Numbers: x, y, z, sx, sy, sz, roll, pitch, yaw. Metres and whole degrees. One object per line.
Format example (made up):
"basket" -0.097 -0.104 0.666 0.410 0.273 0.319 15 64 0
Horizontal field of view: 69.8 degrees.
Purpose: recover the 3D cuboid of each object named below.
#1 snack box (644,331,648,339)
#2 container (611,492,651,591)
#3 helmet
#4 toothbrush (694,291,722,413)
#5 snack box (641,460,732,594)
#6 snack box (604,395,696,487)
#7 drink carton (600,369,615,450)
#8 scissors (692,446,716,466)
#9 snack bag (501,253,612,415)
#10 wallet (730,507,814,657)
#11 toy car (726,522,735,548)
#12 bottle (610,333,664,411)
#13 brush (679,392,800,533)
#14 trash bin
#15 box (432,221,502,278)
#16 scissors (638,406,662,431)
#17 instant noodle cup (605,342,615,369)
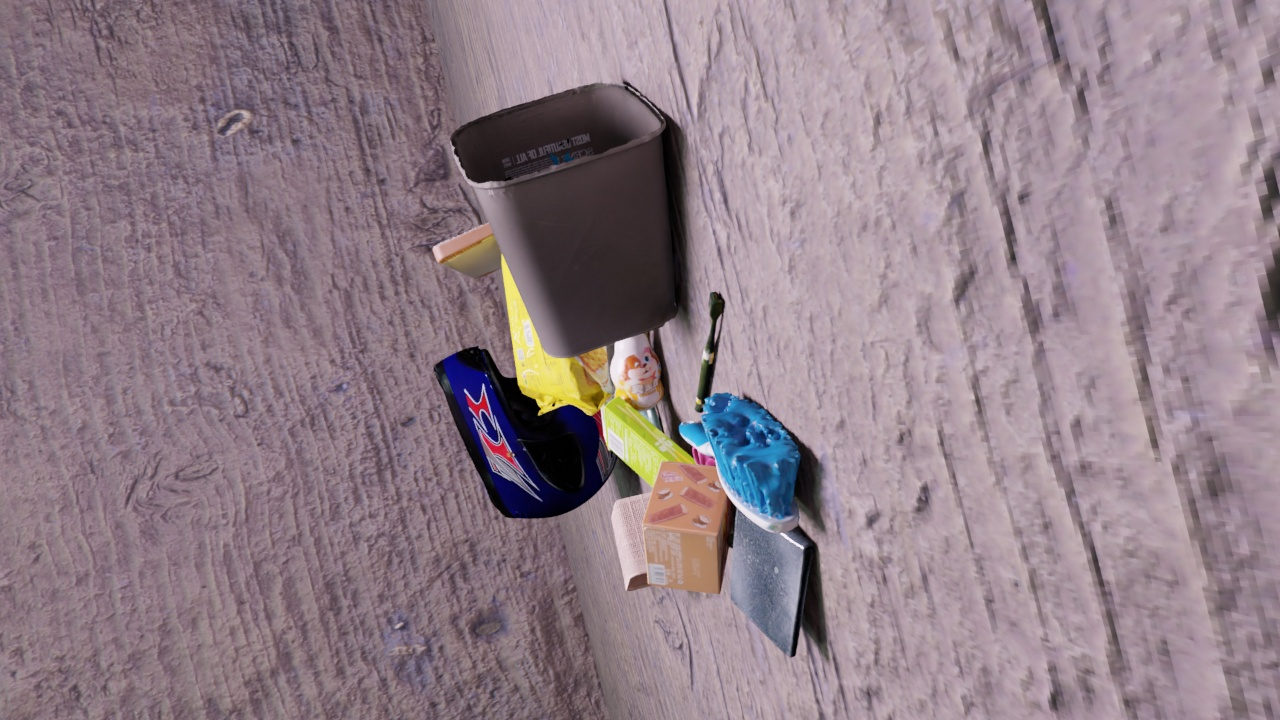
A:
"snack box" -0.027 -0.097 1.171 0.087 0.033 0.140 88 164 -45
"container" 0.011 0.248 1.272 0.090 0.090 0.110 100 155 -62
"helmet" -0.163 0.095 1.480 0.316 0.240 0.247 68 172 -24
"toothbrush" 0.066 -0.004 0.916 0.186 0.012 0.017 93 165 -54
"snack box" 0.052 0.172 0.948 0.094 0.077 0.093 -70 -20 -50
"snack box" 0.017 0.118 1.101 0.156 0.026 0.086 39 150 30
"drink carton" -0.031 0.069 1.327 0.045 0.053 0.123 -113 14 -50
"scissors" 0.087 0.156 1.008 0.072 0.017 0.137 31 139 59
"snack bag" -0.115 -0.051 1.184 0.158 0.068 0.246 -4 95 57
"wallet" 0.115 0.193 0.827 0.097 0.019 0.121 37 130 55
"toy car" 0.109 0.203 0.908 0.042 0.035 0.090 139 122 -75
"bottle" -0.007 0.007 1.125 0.063 0.063 0.108 -127 25 -61
"brush" 0.078 0.077 0.871 0.314 0.060 0.109 -128 23 -66
"trash bin" -0.066 -0.144 0.955 0.198 0.199 0.220 -120 13 -54
"box" -0.189 -0.237 1.274 0.180 0.217 0.157 21 -135 -82
"scissors" 0.021 0.120 1.241 0.162 0.019 0.179 89 160 -45
"instant noodle cup" -0.064 -0.030 1.265 0.120 0.111 0.111 -165 61 -69
